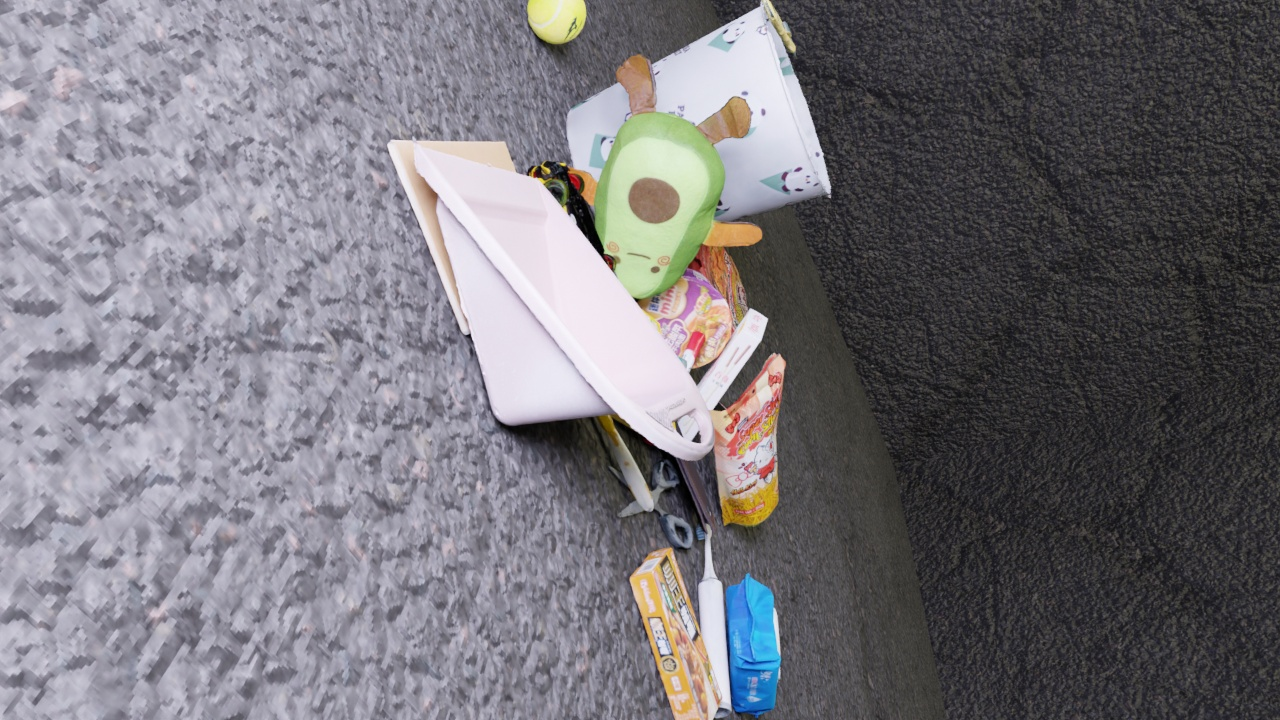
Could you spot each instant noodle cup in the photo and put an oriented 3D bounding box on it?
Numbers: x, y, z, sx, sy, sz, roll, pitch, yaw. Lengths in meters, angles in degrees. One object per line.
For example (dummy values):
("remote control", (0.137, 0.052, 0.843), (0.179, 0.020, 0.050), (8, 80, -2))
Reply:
("instant noodle cup", (0.047, -0.056, 1.073), (0.099, 0.112, 0.111), (-85, 153, -71))
("instant noodle cup", (0.094, -0.103, 1.287), (0.164, 0.079, 0.189), (-91, 157, -44))

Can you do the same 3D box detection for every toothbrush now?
("toothbrush", (-0.030, 0.058, 0.851), (0.191, 0.016, 0.018), (64, 14, -13))
("toothbrush", (0.074, 0.259, 0.956), (0.027, 0.026, 0.220), (46, 30, -37))

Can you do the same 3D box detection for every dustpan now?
("dustpan", (-0.037, -0.048, 0.720), (0.222, 0.139, 0.273), (-24, 102, -72))

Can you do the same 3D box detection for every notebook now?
("notebook", (-0.126, -0.109, 0.752), (0.207, 0.008, 0.148), (-43, 113, -70))

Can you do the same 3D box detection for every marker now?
("marker", (0.037, 0.029, 0.990), (0.017, 0.017, 0.145), (55, 51, -42))

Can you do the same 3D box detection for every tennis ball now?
("tennis ball", (-0.094, -0.389, 1.028), (0.065, 0.066, 0.065), (-18, 90, -72))

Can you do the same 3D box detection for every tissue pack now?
("tissue pack", (0.117, 0.296, 0.948), (0.157, 0.052, 0.094), (83, 4, -47))

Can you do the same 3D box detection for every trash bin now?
("trash bin", (0.066, -0.255, 1.066), (0.229, 0.252, 0.229), (-18, 90, -73))

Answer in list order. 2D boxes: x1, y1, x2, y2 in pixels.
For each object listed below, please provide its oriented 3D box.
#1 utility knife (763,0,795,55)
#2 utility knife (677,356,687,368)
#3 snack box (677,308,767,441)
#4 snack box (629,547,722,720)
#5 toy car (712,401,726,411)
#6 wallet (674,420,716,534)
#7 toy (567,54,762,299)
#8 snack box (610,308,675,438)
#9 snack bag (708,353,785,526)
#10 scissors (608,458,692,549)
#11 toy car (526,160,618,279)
("utility knife", (0.148, -0.358, 0.985), (0.031, 0.018, 0.164), (65, 23, 4))
("utility knife", (-0.020, -0.018, 0.887), (0.205, 0.013, 0.029), (23, 48, -44))
("snack box", (0.091, 0.019, 1.062), (0.027, 0.157, 0.084), (32, 23, 0))
("snack box", (0.033, 0.256, 0.839), (0.075, 0.026, 0.153), (-21, 93, -73))
("toy car", (0.103, 0.083, 1.204), (0.122, 0.037, 0.056), (44, 28, -32))
("wallet", (0.051, 0.121, 1.006), (0.096, 0.020, 0.122), (-105, 173, -81))
("toy", (0.016, -0.166, 0.923), (0.089, 0.227, 0.247), (-51, 160, -56))
("snack box", (-0.006, 0.005, 0.942), (0.087, 0.034, 0.140), (35, 41, -49))
("snack bag", (0.130, 0.102, 1.099), (0.128, 0.073, 0.208), (-37, 141, -31))
("scissors", (0.014, 0.139, 0.919), (0.174, 0.014, 0.159), (62, 21, -25))
("toy car", (-0.063, -0.122, 0.895), (0.156, 0.041, 0.071), (66, 19, -12))
